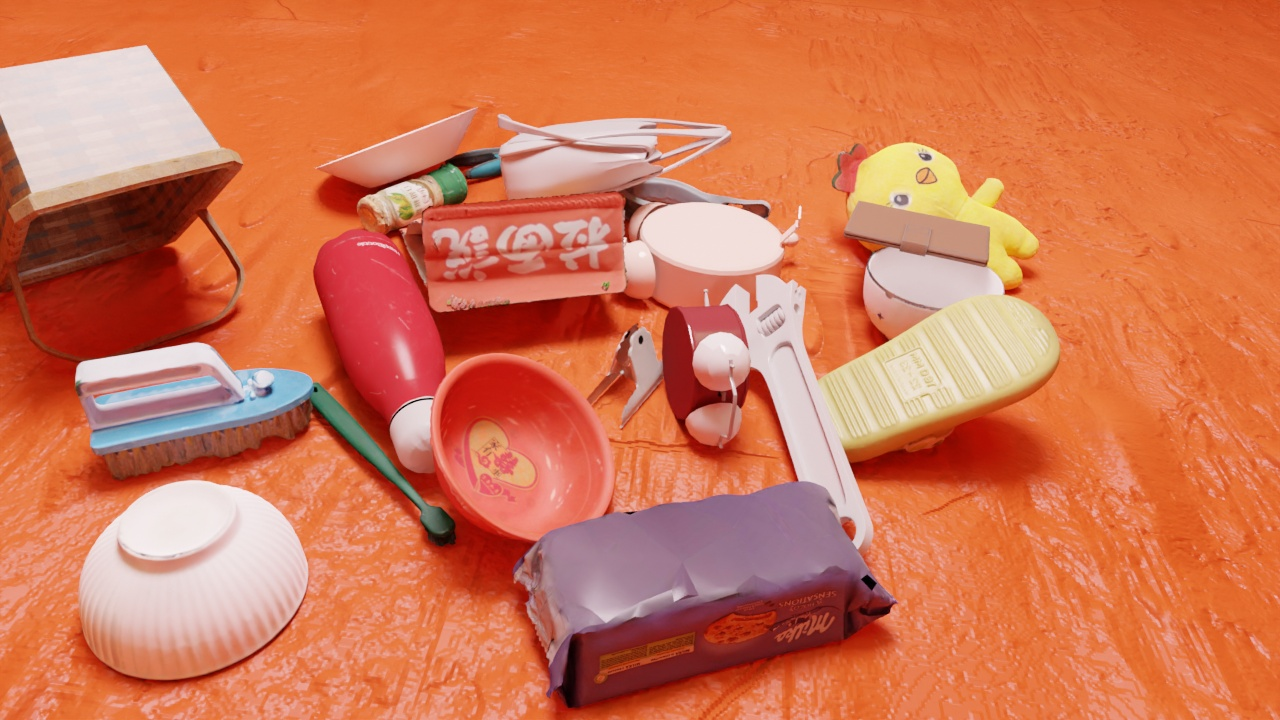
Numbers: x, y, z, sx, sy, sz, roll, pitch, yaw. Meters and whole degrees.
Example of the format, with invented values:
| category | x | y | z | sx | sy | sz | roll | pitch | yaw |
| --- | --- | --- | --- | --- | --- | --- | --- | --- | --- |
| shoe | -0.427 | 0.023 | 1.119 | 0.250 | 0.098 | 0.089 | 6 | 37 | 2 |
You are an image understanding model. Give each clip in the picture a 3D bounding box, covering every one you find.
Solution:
| category | x | y | z | sx | sy | sz | roll | pitch | yaw |
| --- | --- | --- | --- | --- | --- | --- | --- | --- | --- |
| clip | 0.054 | -0.164 | 0.952 | 0.163 | 0.028 | 0.106 | 18 | 38 | 17 |
| clip | -0.003 | 0.005 | 0.699 | 0.057 | 0.054 | 0.101 | 47 | 42 | -5 |

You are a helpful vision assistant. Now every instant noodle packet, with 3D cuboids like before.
| category | x | y | z | sx | sy | sz | roll | pitch | yaw |
| --- | --- | --- | --- | --- | --- | --- | --- | --- | --- |
| instant noodle packet | -0.122 | -0.113 | 0.807 | 0.164 | 0.084 | 0.221 | -9 | 18 | -19 |

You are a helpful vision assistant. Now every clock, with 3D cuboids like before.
| category | x | y | z | sx | sy | sz | roll | pitch | yaw |
| --- | --- | --- | --- | --- | --- | --- | --- | --- | --- |
| clock | 0.049 | 0.006 | 0.665 | 0.044 | 0.087 | 0.124 | -4 | 33 | -14 |
| clock | 0.061 | -0.102 | 0.827 | 0.160 | 0.086 | 0.130 | 4 | 35 | 9 |

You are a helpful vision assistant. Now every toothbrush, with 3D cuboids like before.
| category | x | y | z | sx | sy | sz | roll | pitch | yaw |
| --- | --- | --- | --- | --- | --- | --- | --- | --- | --- |
| toothbrush | -0.178 | 0.066 | 0.615 | 0.016 | 0.017 | 0.190 | -30 | 47 | -30 |

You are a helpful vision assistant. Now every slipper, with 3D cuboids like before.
| category | x | y | z | sx | sy | sz | roll | pitch | yaw |
| --- | --- | --- | --- | --- | --- | --- | --- | --- | --- |
| slipper | 0.211 | 0.027 | 0.668 | 0.190 | 0.082 | 0.091 | -25 | 45 | 3 |

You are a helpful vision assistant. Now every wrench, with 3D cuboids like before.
| category | x | y | z | sx | sy | sz | roll | pitch | yaw |
| --- | --- | --- | --- | --- | --- | --- | --- | --- | --- |
| wrench | 0.105 | 0.033 | 0.665 | 0.018 | 0.087 | 0.272 | 30 | 33 | -33 |

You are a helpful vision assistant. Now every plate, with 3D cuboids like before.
| category | x | y | z | sx | sy | sz | roll | pitch | yaw |
| --- | --- | --- | --- | --- | --- | --- | --- | --- | --- |
| plate | -0.241 | -0.210 | 0.937 | 0.174 | 0.036 | 0.173 | -18 | 18 | 6 |

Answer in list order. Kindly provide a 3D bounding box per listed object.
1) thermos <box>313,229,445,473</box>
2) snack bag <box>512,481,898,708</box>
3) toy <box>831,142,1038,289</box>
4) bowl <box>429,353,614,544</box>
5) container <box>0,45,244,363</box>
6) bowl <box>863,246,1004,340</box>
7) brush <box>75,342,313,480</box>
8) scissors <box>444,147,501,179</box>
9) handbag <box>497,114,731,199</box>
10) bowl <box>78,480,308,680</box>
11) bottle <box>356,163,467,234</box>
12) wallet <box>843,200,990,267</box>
| category | x | y | z | sx | sy | sz | roll | pitch | yaw |
| --- | --- | --- | --- | --- | --- | --- | --- | --- | --- |
| thermos | -0.182 | -0.009 | 0.669 | 0.073 | 0.073 | 0.239 | -12 | 42 | -23 |
| snack bag | 0.036 | 0.124 | 0.524 | 0.205 | 0.058 | 0.096 | -9 | 37 | -18 |
| toy | 0.284 | -0.140 | 0.897 | 0.208 | 0.092 | 0.133 | 27 | 63 | 15 |
| bowl | -0.081 | 0.062 | 0.577 | 0.130 | 0.045 | 0.130 | 24 | 46 | -28 |
| container | -0.403 | -0.100 | 0.695 | 0.157 | 0.186 | 0.251 | -28 | 10 | -38 |
| bowl | 0.243 | -0.046 | 0.780 | 0.113 | 0.063 | 0.113 | 3 | 34 | -2 |
| brush | -0.287 | 0.025 | 0.606 | 0.135 | 0.075 | 0.055 | -11 | 40 | -21 |
| scissors | -0.146 | -0.225 | 1.020 | 0.131 | 0.019 | 0.149 | 7 | 34 | -1 |
| handbag | -0.022 | -0.216 | 0.914 | 0.223 | 0.096 | 0.215 | -9 | 19 | 4 |
| bowl | -0.249 | 0.108 | 0.506 | 0.118 | 0.062 | 0.118 | 3 | 36 | -3 |
| bottle | -0.221 | -0.157 | 0.895 | 0.043 | 0.043 | 0.110 | 28 | 42 | 28 |
| wallet | 0.245 | -0.113 | 0.808 | 0.121 | 0.013 | 0.087 | 15 | 32 | 14 |
